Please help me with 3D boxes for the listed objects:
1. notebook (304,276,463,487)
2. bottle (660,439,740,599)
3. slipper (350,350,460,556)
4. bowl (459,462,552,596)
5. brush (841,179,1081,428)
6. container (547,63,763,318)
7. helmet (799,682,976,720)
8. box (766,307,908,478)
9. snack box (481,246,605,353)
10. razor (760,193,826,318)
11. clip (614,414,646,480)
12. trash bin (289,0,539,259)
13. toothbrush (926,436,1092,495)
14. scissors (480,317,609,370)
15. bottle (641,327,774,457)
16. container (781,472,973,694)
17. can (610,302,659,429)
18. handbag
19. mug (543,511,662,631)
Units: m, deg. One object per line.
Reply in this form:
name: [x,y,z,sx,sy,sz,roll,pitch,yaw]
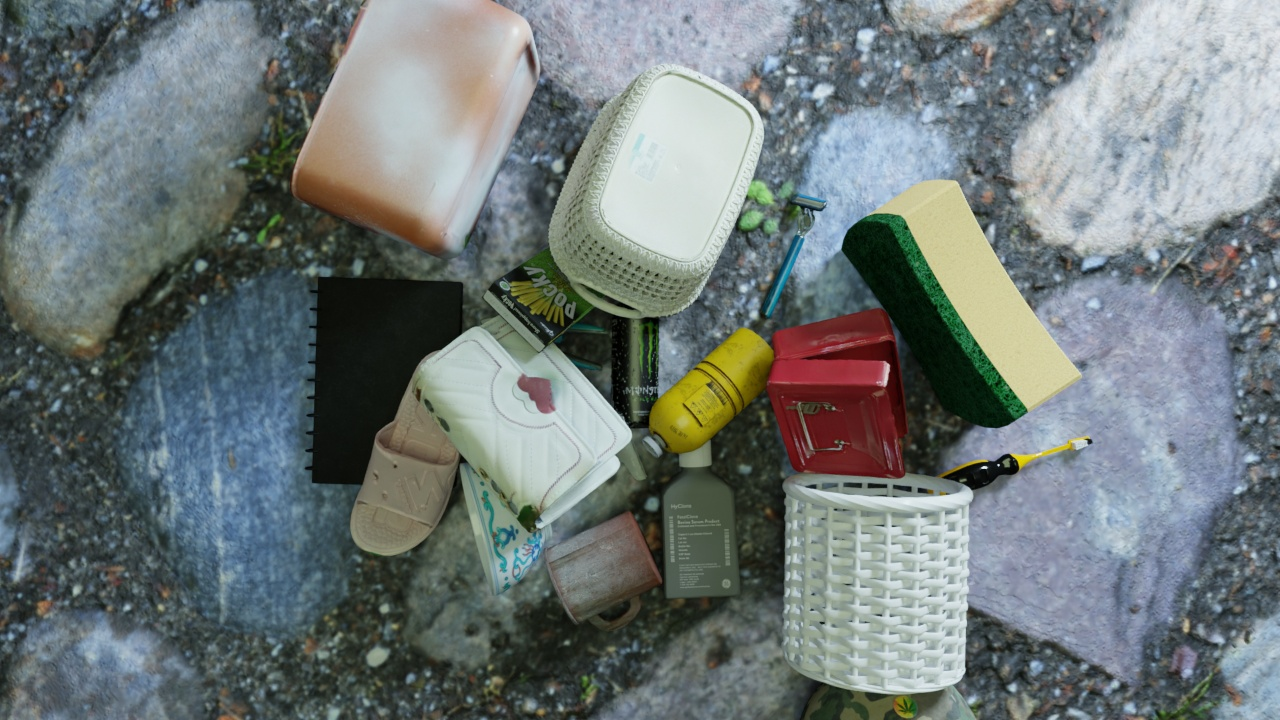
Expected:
notebook: [-0.289,0.025,1.032,0.169,0.019,0.231,2,91,-1]
bottle: [0.064,0.172,1.020,0.084,0.046,0.174,-3,91,0]
slipper: [-0.241,0.103,0.994,0.094,0.064,0.239,22,88,-3]
bowl: [-0.139,0.171,0.981,0.074,0.144,0.144,-14,91,-15]
brush: [0.318,-0.055,0.943,0.075,0.195,0.250,-33,91,0]
container: [0.021,-0.177,0.942,0.184,0.143,0.251,24,77,-7]
helmet: [0.260,0.434,0.946,0.224,0.193,0.236,-21,66,-21]
box: [0.208,0.035,0.957,0.136,0.157,0.117,-2,47,21]
snack box: [-0.096,-0.071,0.970,0.080,0.147,0.025,44,123,-1]
razor: [0.167,-0.115,1.031,0.042,0.022,0.144,25,96,37]
clip: [-0.031,0.097,1.013,0.054,0.040,0.102,7,136,29]
trash bin: [-0.221,-0.245,0.949,0.157,0.181,0.259,24,90,-2]
toothbrush: [0.414,0.117,1.031,0.196,0.031,0.031,-16,96,-4]
scissors: [-0.104,-0.027,1.027,0.151,0.019,0.130,-34,88,10]
bottle: [0.070,0.041,0.985,0.163,0.071,0.071,-40,91,-15]
container: [0.242,0.219,0.951,0.189,0.189,0.187,1,92,0]
can: [-0.006,0.006,1.014,0.054,0.054,0.137,1,91,0]
handbag: [-0.122,0.058,0.933,0.141,0.096,0.198,-36,75,-30]
mug: [-0.034,0.238,1.004,0.110,0.096,0.123,-24,110,4]
